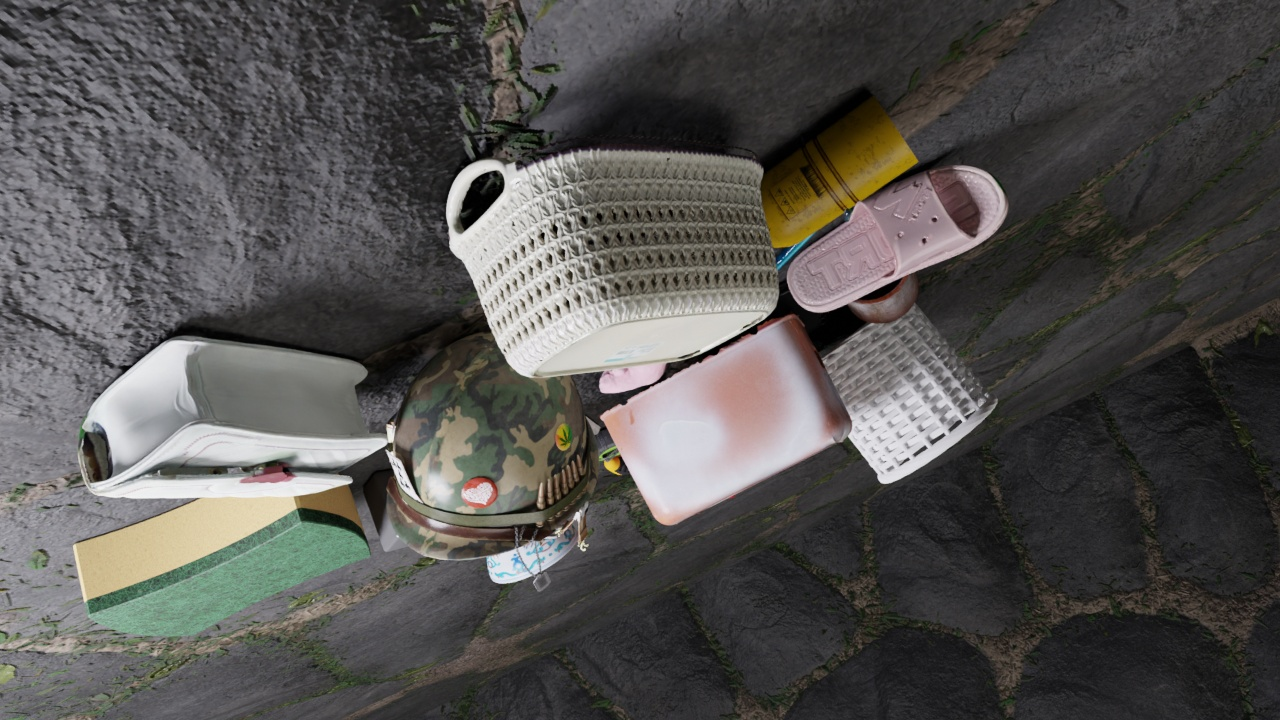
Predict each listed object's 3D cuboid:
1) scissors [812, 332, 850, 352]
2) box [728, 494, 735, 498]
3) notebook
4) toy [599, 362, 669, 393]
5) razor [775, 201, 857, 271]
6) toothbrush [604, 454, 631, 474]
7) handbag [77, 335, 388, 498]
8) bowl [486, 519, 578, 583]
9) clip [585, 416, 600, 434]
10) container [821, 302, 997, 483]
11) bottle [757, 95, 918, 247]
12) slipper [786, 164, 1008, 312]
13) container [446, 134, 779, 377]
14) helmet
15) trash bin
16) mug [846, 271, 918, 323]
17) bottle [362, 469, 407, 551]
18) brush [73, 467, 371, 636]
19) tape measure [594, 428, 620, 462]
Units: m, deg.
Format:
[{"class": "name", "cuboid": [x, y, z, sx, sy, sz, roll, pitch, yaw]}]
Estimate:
[{"class": "scissors", "cuboid": [0.209, -0.006, 1.228, 0.131, 0.019, 0.150, -33, 165, 38]}, {"class": "box", "cuboid": [0.079, 0.146, 1.346, 0.117, 0.135, 0.157, -27, 160, 7]}, {"class": "notebook", "cuboid": [0.159, -0.034, 1.168, 0.169, 0.019, 0.231, -26, 159, 4]}, {"class": "toy", "cuboid": [-0.006, 0.006, 1.024, 0.095, 0.052, 0.099, -30, 167, -10]}, {"class": "razor", "cuboid": [0.174, -0.128, 0.966, 0.144, 0.022, 0.042, -41, -169, 43]}, {"class": "toothbrush", "cuboid": [-0.016, 0.164, 1.421, 0.031, 0.031, 0.196, 15, 176, 20]}, {"class": "handbag", "cuboid": [-0.323, 0.062, 0.744, 0.142, 0.096, 0.198, -33, 159, 22]}, {"class": "bowl", "cuboid": [-0.173, 0.258, 1.365, 0.144, 0.074, 0.144, -23, -168, 5]}, {"class": "clip", "cuboid": [-0.088, 0.090, 1.183, 0.054, 0.040, 0.101, -46, 158, -3]}, {"class": "container", "cuboid": [0.348, 0.038, 1.250, 0.189, 0.187, 0.189, -37, 173, -6]}, {"class": "bottle", "cuboid": [0.154, -0.155, 0.810, 0.164, 0.071, 0.071, -34, 157, 20]}, {"class": "slipper", "cuboid": [0.256, -0.130, 0.955, 0.240, 0.094, 0.064, -29, 164, 23]}, {"class": "container", "cuboid": [-0.012, -0.077, 0.705, 0.251, 0.143, 0.185, -6, 166, -40]}, {"class": "helmet", "cuboid": [-0.141, 0.096, 0.863, 0.237, 0.193, 0.223, 79, 32, -52]}, {"class": "trash bin", "cuboid": [0.113, 0.075, 1.100, 0.260, 0.157, 0.181, -30, 169, 12]}, {"class": "mug", "cuboid": [0.255, -0.088, 1.055, 0.123, 0.096, 0.110, -23, 156, 17]}, {"class": "bottle", "cuboid": [-0.235, 0.166, 1.104, 0.173, 0.083, 0.046, -7, 152, -42]}, {"class": "brush", "cuboid": [-0.430, 0.202, 0.976, 0.250, 0.075, 0.195, -24, 159, -6]}, {"class": "tape measure", "cuboid": [-0.042, 0.119, 1.271, 0.059, 0.036, 0.065, -26, 159, 3]}]
